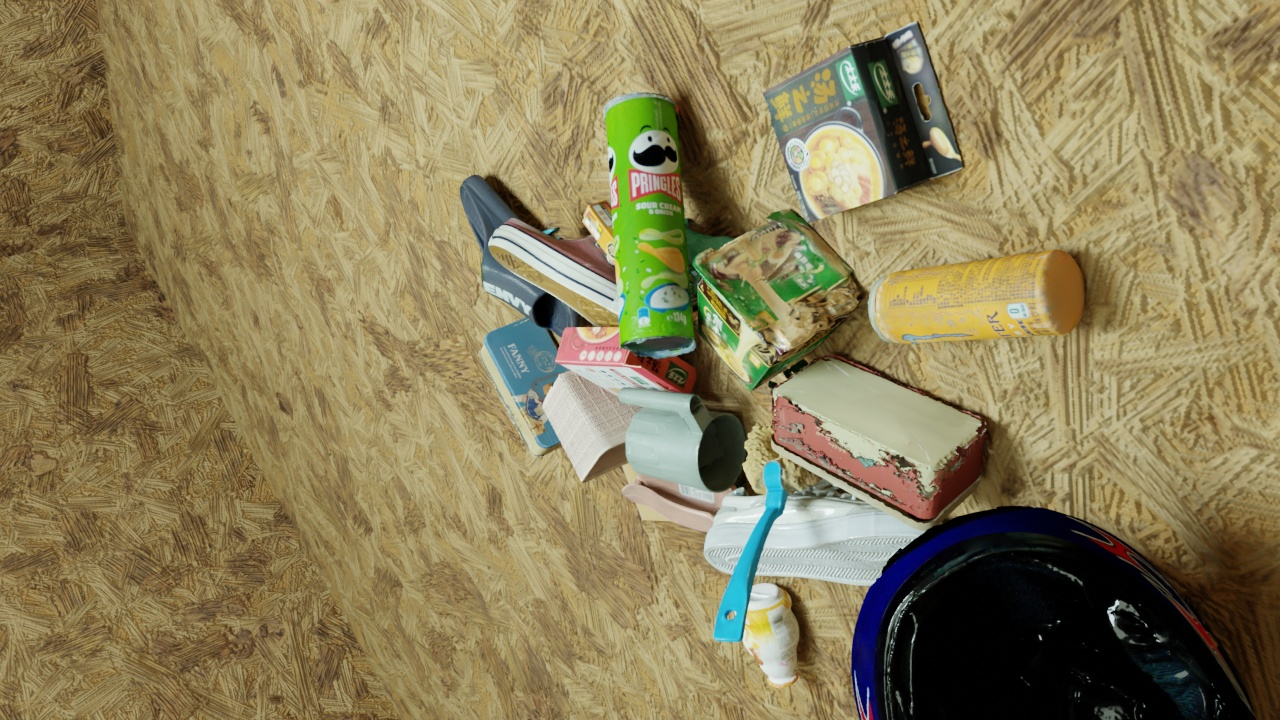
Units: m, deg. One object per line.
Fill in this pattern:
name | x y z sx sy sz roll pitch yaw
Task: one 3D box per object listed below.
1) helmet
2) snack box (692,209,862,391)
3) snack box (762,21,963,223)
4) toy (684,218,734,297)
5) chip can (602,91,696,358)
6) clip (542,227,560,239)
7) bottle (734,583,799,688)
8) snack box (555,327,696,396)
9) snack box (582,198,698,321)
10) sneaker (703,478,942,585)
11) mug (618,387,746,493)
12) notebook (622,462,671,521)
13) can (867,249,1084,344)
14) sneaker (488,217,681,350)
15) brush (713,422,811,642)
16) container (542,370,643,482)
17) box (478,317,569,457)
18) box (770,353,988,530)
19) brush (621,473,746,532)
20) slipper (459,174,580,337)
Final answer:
helmet | 0.271 0.234 0.638 0.315 0.247 0.240 60 -171 -2
snack box | 0.110 -0.044 0.809 0.117 0.118 0.106 51 153 20
snack box | 0.166 -0.178 0.704 0.126 0.053 0.113 -11 101 60
toy | 0.056 -0.099 0.875 0.092 0.096 0.030 11 146 31
chip can | 0.008 -0.123 0.843 0.072 0.072 0.235 -22 68 55
clip | -0.115 -0.148 1.116 0.057 0.014 0.043 -2 108 55
bottle | 0.143 0.301 1.002 0.063 0.063 0.108 -2 108 53
snack box | -0.006 0.006 0.974 0.127 0.113 0.044 3 70 43
snack box | 0.014 -0.102 0.918 0.153 0.075 0.026 53 144 17
sneaker | 0.176 0.153 0.870 0.243 0.090 0.089 -9 135 36
mug | 0.039 0.076 0.961 0.104 0.083 0.124 6 137 42
notebook | 0.010 0.098 1.103 0.148 0.008 0.207 -12 100 54
can | 0.242 -0.044 0.671 0.146 0.058 0.058 -3 107 54
sneaker | -0.045 -0.094 0.986 0.241 0.087 0.118 31 165 8
brush | 0.109 0.139 0.814 0.083 0.253 0.046 -8 125 31
container | -0.051 0.067 1.081 0.111 0.089 0.090 57 145 18
box | -0.138 0.028 1.186 0.184 0.089 0.059 60 151 6
box | 0.192 0.057 0.763 0.168 0.091 0.080 28 138 41
brush | 0.048 0.150 1.017 0.146 0.072 0.063 12 118 42
slipper | -0.168 -0.116 1.130 0.268 0.083 0.111 51 158 24
